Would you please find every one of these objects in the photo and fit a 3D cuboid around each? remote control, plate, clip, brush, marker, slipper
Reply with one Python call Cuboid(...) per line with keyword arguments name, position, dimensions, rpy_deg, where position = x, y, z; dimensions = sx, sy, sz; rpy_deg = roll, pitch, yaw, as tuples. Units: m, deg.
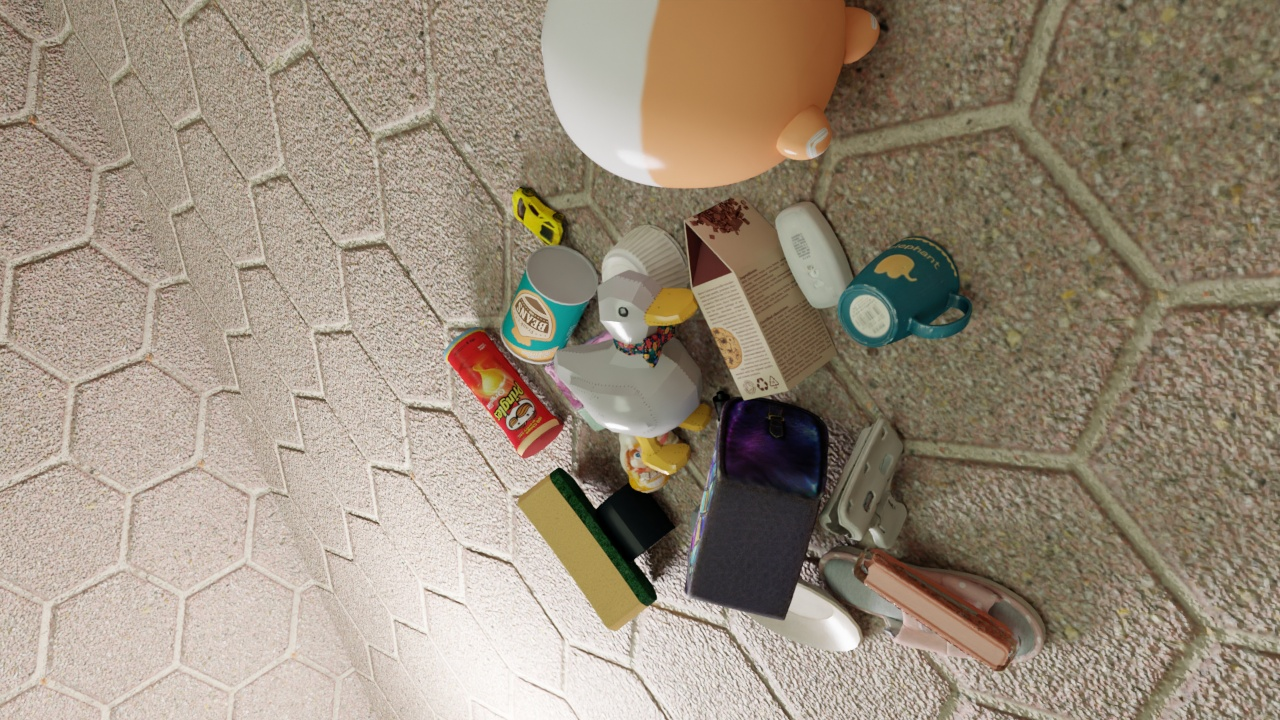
Cuboid(name="remote control", position=(0.182, -0.111, 0.963), dimensions=(0.060, 0.028, 0.114), rpy_deg=(-21, 98, 52))
Cuboid(name="plate", position=(0.201, 0.317, 1.195), dimensions=(0.189, 0.027, 0.189), rpy_deg=(22, 148, 14))
Cuboid(name="clip", position=(0.242, 0.143, 1.002), dimensions=(0.082, 0.124, 0.147), rpy_deg=(19, 152, 31))
Cuboid(name="brush", position=(-0.079, 0.285, 1.402), dimensions=(0.250, 0.075, 0.195), rpy_deg=(52, 176, 9))
Cuboid(name="marker", position=(0.114, 0.097, 1.181), dimensions=(0.025, 0.025, 0.126), rpy_deg=(10, 121, 44))
Cuboid(name="slipper", position=(0.319, 0.282, 1.051), dimensions=(0.275, 0.054, 0.114), rpy_deg=(8, 120, 44))

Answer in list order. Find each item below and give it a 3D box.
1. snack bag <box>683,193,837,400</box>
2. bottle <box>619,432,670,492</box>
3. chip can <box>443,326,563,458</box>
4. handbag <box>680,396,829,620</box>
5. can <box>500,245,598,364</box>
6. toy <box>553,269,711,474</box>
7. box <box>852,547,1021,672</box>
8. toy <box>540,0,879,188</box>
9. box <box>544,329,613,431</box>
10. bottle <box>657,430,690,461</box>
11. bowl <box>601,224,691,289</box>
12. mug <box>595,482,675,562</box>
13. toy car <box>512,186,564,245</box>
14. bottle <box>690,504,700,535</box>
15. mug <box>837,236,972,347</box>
Cuboid(name="snack bag", position=(0.122, -0.074, 1.000), dimensions=(0.070, 0.094, 0.206), rpy_deg=(-17, 101, 52))
Cuboid(name="bottle", position=(0.000, 0.130, 1.294), dimensions=(0.063, 0.063, 0.108), rpy_deg=(-3, 116, 49))
Cuboid(name="chip can", position=(-0.221, 0.050, 1.474), dimensions=(0.213, 0.086, 0.087), rpy_deg=(49, 141, 14))
Cuboid(name="handbag", position=(0.133, 0.166, 1.066), dimensions=(0.125, 0.221, 0.205), rpy_deg=(13, 113, 4))
Cuboid(name="can", position=(-0.129, -0.076, 1.274), dimensions=(0.099, 0.099, 0.144), rpy_deg=(49, 141, 13))
Cuboid(name="toy", position=(-0.006, 0.007, 1.114), dimensions=(0.247, 0.140, 0.268), rpy_deg=(-1, 131, 36))
Cuboid(name="box", position=(0.311, 0.264, 0.981), dimensions=(0.187, 0.053, 0.058), rpy_deg=(29, 150, 28))
Cuboid(name="toy", position=(0.055, -0.278, 0.814), dimensions=(0.281, 0.262, 0.266), rpy_deg=(21, 161, 15))
Cuboid(name="box", position=(-0.029, 0.038, 1.296), dimensions=(0.159, 0.035, 0.231), rpy_deg=(55, 143, -8))
Cuboid(name="bottle", position=(0.023, 0.100, 1.253), dimensions=(0.109, 0.044, 0.044), rpy_deg=(52, 144, -14))
Cuboid(name="bowl", position=(0.000, -0.104, 1.141), dimensions=(0.115, 0.062, 0.115), rpy_deg=(28, 133, 34))
Cuboid(name="mug", position=(-0.010, 0.241, 1.380), dimensions=(0.094, 0.085, 0.122), rpy_deg=(52, 171, 10))
Cuboid(name="toy car", position=(-0.143, -0.198, 1.267), dimensions=(0.107, 0.030, 0.049), rpy_deg=(42, 140, 23))
Cuboid(name="bottle", position=(0.142, 0.246, 1.231), dimensions=(0.161, 0.046, 0.072), rpy_deg=(15, 124, 42))
Cuboid(name="mug", position=(0.251, -0.055, 0.861), dimensions=(0.112, 0.104, 0.085), rpy_deg=(29, 134, 34))
